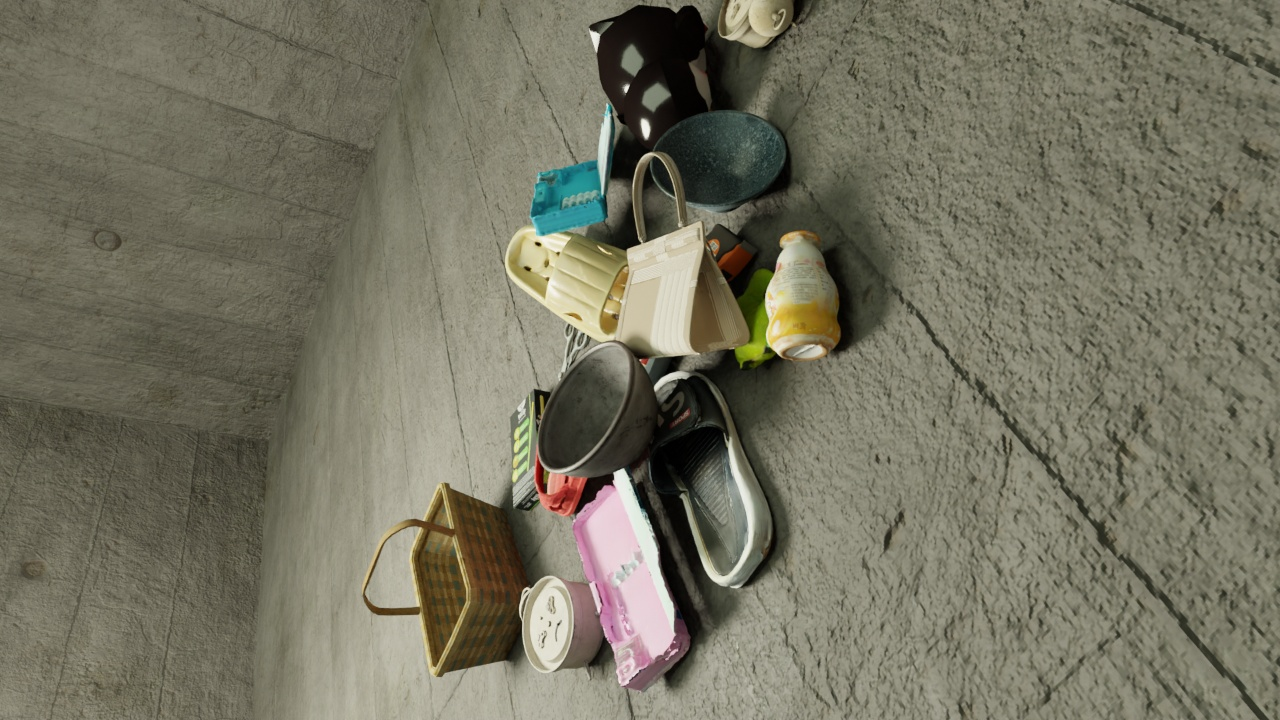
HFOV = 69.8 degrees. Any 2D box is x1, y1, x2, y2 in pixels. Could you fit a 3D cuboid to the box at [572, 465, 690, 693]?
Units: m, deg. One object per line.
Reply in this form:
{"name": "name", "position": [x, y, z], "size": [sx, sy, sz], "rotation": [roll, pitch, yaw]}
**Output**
{"name": "box", "position": [-0.004, 0.199, 0.940], "size": [0.230, 0.062, 0.161], "rotation": [-116, 40, -50]}

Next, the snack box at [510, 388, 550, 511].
{"name": "snack box", "position": [-0.150, 0.123, 1.269], "size": [0.080, 0.025, 0.147], "rotation": [-47, 40, 42]}

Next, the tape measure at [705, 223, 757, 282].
{"name": "tape measure", "position": [0.085, -0.104, 0.940], "size": [0.059, 0.038, 0.058], "rotation": [-53, 34, 12]}

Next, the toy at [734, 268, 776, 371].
{"name": "toy", "position": [0.113, -0.040, 0.861], "size": [0.094, 0.036, 0.093], "rotation": [-59, 27, 16]}

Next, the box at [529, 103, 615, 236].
{"name": "box", "position": [-0.068, -0.241, 1.181], "size": [0.170, 0.085, 0.227], "rotation": [-45, 19, 15]}

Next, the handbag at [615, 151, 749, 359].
{"name": "handbag", "position": [0.022, -0.103, 0.893], "size": [0.176, 0.062, 0.198], "rotation": [174, 86, -66]}

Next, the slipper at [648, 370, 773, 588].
{"name": "slipper", "position": [0.048, 0.098, 0.889], "size": [0.111, 0.063, 0.263], "rotation": [-58, 36, 30]}

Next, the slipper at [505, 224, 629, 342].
{"name": "slipper", "position": [-0.087, -0.101, 1.111], "size": [0.262, 0.079, 0.111], "rotation": [28, 101, 36]}

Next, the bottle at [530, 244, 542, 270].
{"name": "bottle", "position": [-0.091, -0.121, 1.226], "size": [0.164, 0.071, 0.071], "rotation": [29, 103, 61]}

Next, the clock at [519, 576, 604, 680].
{"name": "clock", "position": [-0.094, 0.296, 1.056], "size": [0.157, 0.061, 0.103], "rotation": [13, 89, 54]}

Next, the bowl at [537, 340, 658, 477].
{"name": "bowl", "position": [-0.033, 0.059, 0.916], "size": [0.145, 0.067, 0.144], "rotation": [-37, 36, 32]}

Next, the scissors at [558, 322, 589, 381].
{"name": "scissors", "position": [-0.106, 0.007, 1.256], "size": [0.161, 0.014, 0.117], "rotation": [-61, 33, 20]}

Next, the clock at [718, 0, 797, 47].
{"name": "clock", "position": [0.131, -0.368, 0.958], "size": [0.093, 0.054, 0.140], "rotation": [-62, 24, 25]}

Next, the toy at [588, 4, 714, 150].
{"name": "toy", "position": [0.016, -0.314, 1.047], "size": [0.159, 0.140, 0.183], "rotation": [-53, 36, 36]}

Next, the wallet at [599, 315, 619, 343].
{"name": "wallet", "position": [-0.030, -0.009, 1.125], "size": [0.092, 0.018, 0.115], "rotation": [-27, 53, 55]}

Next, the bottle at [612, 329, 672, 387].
{"name": "bottle", "position": [-0.006, 0.006, 1.032], "size": [0.072, 0.046, 0.161], "rotation": [34, 109, 37]}

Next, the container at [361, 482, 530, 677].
{"name": "container", "position": [-0.272, 0.288, 1.244], "size": [0.158, 0.186, 0.249], "rotation": [-64, 30, 21]}

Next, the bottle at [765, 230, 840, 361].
{"name": "bottle", "position": [0.139, -0.056, 0.790], "size": [0.063, 0.063, 0.109], "rotation": [-28, 55, 54]}

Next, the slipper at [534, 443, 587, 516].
{"name": "slipper", "position": [-0.095, 0.116, 1.080], "size": [0.249, 0.059, 0.103], "rotation": [121, 156, -63]}

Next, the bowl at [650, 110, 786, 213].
{"name": "bowl", "position": [0.081, -0.189, 0.941], "size": [0.057, 0.137, 0.136], "rotation": [75, -175, -54]}
